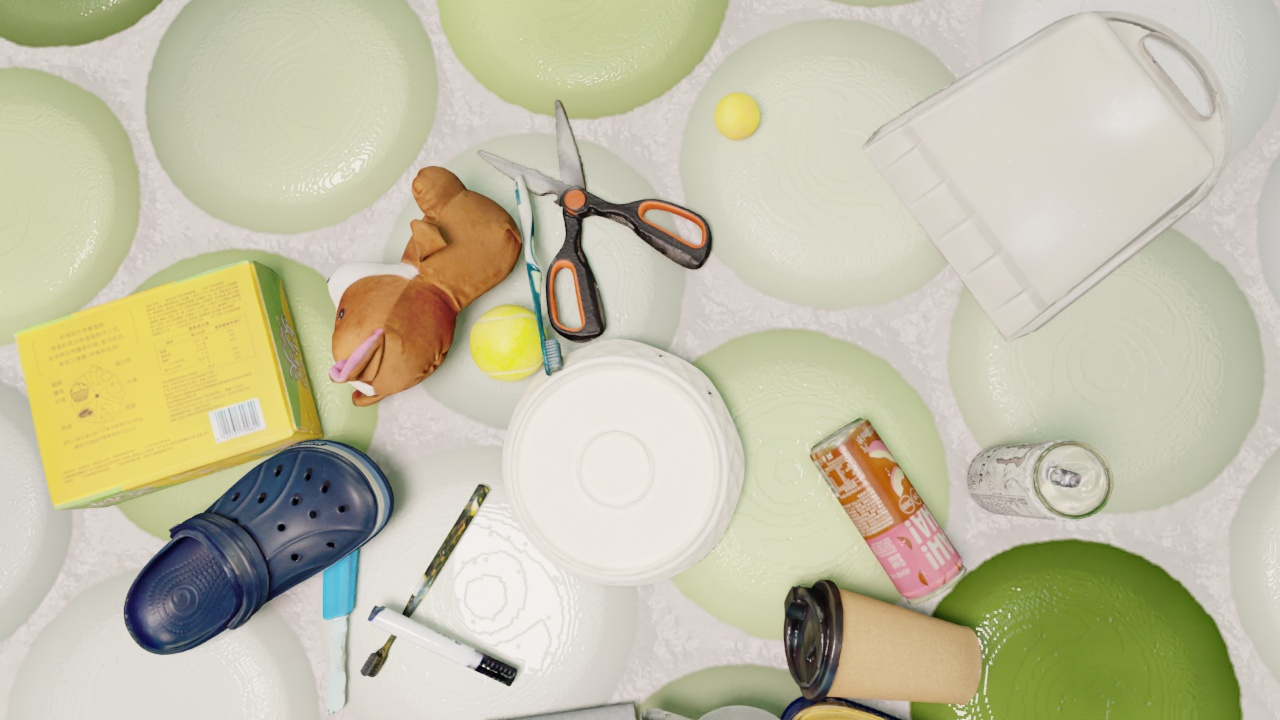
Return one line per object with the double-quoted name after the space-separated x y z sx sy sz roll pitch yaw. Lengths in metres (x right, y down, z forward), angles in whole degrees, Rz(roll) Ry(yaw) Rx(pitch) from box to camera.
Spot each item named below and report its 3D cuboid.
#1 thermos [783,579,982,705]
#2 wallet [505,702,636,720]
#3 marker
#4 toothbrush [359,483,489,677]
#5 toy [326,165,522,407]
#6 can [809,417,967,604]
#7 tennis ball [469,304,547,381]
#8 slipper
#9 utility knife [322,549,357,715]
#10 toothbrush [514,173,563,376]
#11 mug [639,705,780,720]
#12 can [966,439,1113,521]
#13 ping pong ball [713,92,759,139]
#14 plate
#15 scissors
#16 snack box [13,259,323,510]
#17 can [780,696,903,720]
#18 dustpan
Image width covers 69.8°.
0.188 0.228 0.725 0.143 0.093 0.093 11 83 -5 "thermos"
-0.061 0.341 0.742 0.130 0.037 0.106 -8 72 0 "wallet"
-0.163 0.235 0.758 0.130 0.023 0.018 26 73 -2 "marker"
-0.182 0.185 0.775 0.012 0.017 0.185 30 85 22 "toothbrush"
-0.187 -0.056 0.743 0.130 0.140 0.199 23 77 7 "toy"
0.200 0.121 0.749 0.058 0.058 0.147 -33 83 -2 "can"
-0.111 -0.015 0.774 0.065 0.065 0.065 0 83 2 "tennis ball"
-0.321 0.151 0.736 0.253 0.095 0.105 -34 88 9 "slipper"
-0.256 0.186 0.777 0.034 0.018 0.223 -1 83 12 "utility knife"
-0.087 -0.076 0.771 0.018 0.016 0.191 -14 69 6 "toothbrush"
0.059 0.328 0.705 0.124 0.083 0.103 8 117 28 "mug"
0.301 0.092 0.704 0.058 0.147 0.058 0 82 2 "can"
0.084 -0.214 0.804 0.040 0.040 0.040 0 83 2 "ping pong ball"
-0.018 0.087 0.754 0.205 0.045 0.205 0 90 7 "plate"
-0.043 -0.122 0.810 0.232 0.022 0.220 8 78 2 "scissors"
-0.396 0.022 0.778 0.210 0.070 0.157 -18 83 0 "snack box"
0.183 0.317 0.729 0.148 0.049 0.074 19 84 4 "can"
0.377 -0.184 0.806 0.258 0.142 0.222 -38 82 27 "dustpan"
